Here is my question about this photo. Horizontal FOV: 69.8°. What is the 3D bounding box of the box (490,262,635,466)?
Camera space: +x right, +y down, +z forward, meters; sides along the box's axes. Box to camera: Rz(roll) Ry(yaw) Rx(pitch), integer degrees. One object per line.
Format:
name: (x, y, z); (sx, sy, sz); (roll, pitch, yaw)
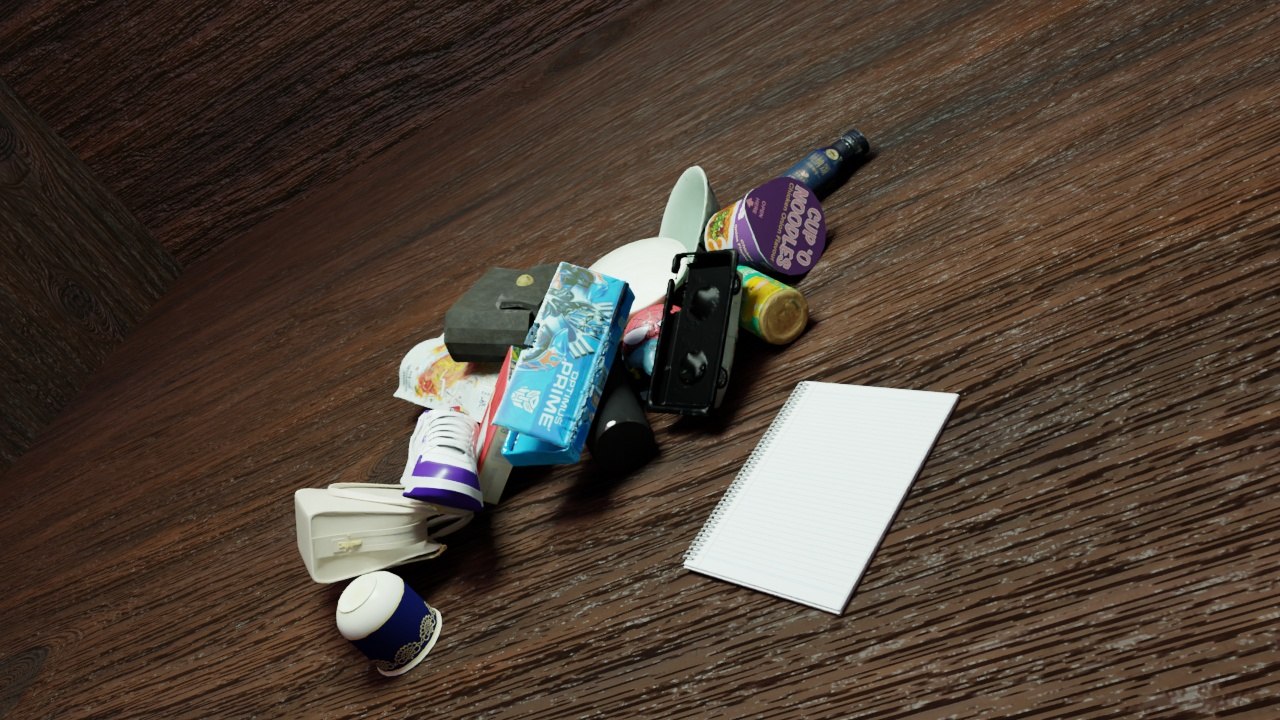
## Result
box: (-0.087, -0.004, 1.025); (0.092, 0.085, 0.242); (-6, 48, 30)

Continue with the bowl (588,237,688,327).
bowl: (-0.006, -0.094, 1.270); (0.177, 0.058, 0.176); (-19, 36, 14)

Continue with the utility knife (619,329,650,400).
utility knife: (-0.007, 0.007, 1.179); (0.029, 0.020, 0.187); (-34, 30, 3)

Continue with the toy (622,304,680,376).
toy: (0.022, -0.023, 1.146); (0.092, 0.062, 0.132); (-22, 33, 5)

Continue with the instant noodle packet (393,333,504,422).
instant noodle packet: (-0.235, 0.022, 1.334); (0.270, 0.057, 0.146); (9, 54, 36)

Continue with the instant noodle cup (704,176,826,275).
instant noodle cup: (0.145, -0.166, 1.180); (0.122, 0.136, 0.121); (-4, 67, 57)

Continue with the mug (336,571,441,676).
mug: (-0.283, 0.275, 0.993); (0.112, 0.089, 0.085); (5, 48, 49)

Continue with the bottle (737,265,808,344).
bottle: (0.123, -0.081, 1.124); (0.068, 0.068, 0.210); (-38, 29, -7)

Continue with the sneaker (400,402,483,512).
sneaker: (-0.222, 0.106, 1.061); (0.244, 0.091, 0.111); (178, 106, -70)

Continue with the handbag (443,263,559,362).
handbag: (-0.157, -0.074, 1.325); (0.199, 0.102, 0.196); (2, 26, 11)

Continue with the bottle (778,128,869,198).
bottle: (0.245, -0.260, 1.275); (0.160, 0.056, 0.056); (-37, 29, -5)

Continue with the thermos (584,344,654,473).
thermos: (-0.050, 0.043, 1.094); (0.106, 0.106, 0.218); (-34, 34, 2)

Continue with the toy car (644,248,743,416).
toy car: (0.074, -0.025, 1.043); (0.094, 0.071, 0.191); (1, 77, 39)

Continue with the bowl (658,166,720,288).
bowl: (0.085, -0.183, 1.307); (0.174, 0.068, 0.174); (-171, 91, -71)

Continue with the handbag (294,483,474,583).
handbag: (-0.298, 0.192, 1.090); (0.197, 0.101, 0.195); (-4, 3, -25)

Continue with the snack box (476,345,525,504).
snack box: (-0.170, 0.078, 1.139); (0.144, 0.040, 0.143); (-95, 26, -57)

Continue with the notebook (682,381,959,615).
notebook: (0.165, 0.112, 0.855); (0.178, 0.013, 0.245); (5, 47, 47)
